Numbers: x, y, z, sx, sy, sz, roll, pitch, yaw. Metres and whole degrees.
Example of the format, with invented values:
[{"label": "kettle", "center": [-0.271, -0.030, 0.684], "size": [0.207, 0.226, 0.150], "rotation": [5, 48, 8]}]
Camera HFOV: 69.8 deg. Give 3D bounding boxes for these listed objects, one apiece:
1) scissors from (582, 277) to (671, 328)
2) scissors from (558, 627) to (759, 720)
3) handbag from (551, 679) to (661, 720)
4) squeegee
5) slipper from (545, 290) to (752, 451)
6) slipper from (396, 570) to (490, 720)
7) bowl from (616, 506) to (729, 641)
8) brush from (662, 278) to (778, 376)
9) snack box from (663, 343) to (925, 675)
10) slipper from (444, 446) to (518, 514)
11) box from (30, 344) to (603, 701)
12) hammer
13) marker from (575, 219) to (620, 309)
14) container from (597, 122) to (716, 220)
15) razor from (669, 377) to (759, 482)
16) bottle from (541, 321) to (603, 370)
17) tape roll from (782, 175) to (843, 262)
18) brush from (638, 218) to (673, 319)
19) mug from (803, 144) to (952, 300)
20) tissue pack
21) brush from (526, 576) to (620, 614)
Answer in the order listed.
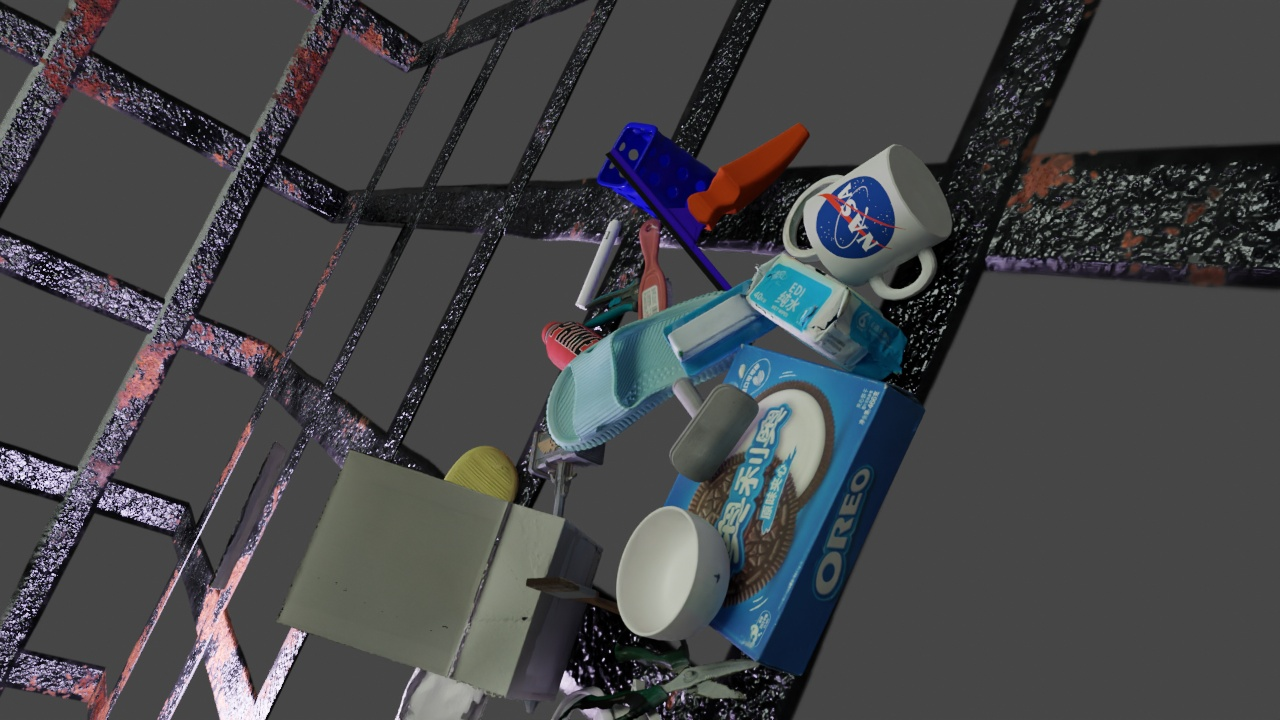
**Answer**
[{"label": "scissors", "center": [-0.021, -0.069, 1.149], "size": [0.139, 0.019, 0.129], "rotation": [-54, 38, 7]}, {"label": "scissors", "center": [0.028, 0.261, 0.795], "size": [0.210, 0.015, 0.154], "rotation": [-22, 14, 26]}, {"label": "handbag", "center": [-0.038, 0.371, 0.806], "size": [0.216, 0.095, 0.222], "rotation": [-52, 21, 11]}, {"label": "squeegee", "center": [0.107, -0.194, 1.006], "size": [0.185, 0.055, 0.249], "rotation": [-39, 71, 4]}, {"label": "slipper", "center": [-0.006, 0.006, 0.974], "size": [0.277, 0.069, 0.115], "rotation": [-28, 59, 26]}, {"label": "slipper", "center": [-0.204, 0.346, 1.041], "size": [0.112, 0.074, 0.247], "rotation": [26, 90, 28]}, {"label": "bowl", "center": [0.032, 0.176, 0.745], "size": [0.105, 0.054, 0.104], "rotation": [-38, 40, 41]}, {"label": "brush", "center": [0.091, -0.041, 0.879], "size": [0.136, 0.075, 0.055], "rotation": [-30, 79, -1]}, {"label": "snack box", "center": [0.110, 0.113, 0.785], "size": [0.196, 0.056, 0.238], "rotation": [21, 84, 59]}, {"label": "slipper", "center": [-0.228, 0.199, 1.195], "size": [0.190, 0.091, 0.081], "rotation": [-51, -8, -1]}, {"label": "box", "center": [-0.222, 0.169, 0.794], "size": [0.149, 0.506, 0.166], "rotation": [-4, 62, 49]}, {"label": "hammer", "center": [-0.099, 0.221, 1.021], "size": [0.099, 0.044, 0.321], "rotation": [-24, 50, 44]}, {"label": "marker", "center": [-0.057, -0.132, 1.248], "size": [0.020, 0.017, 0.133], "rotation": [6, 71, 55]}, {"label": "container", "center": [0.025, -0.219, 1.107], "size": [0.084, 0.113, 0.085], "rotation": [-61, 32, 1]}, {"label": "razor", "center": [0.053, 0.045, 0.834], "size": [0.088, 0.047, 0.116], "rotation": [-56, 23, 11]}, {"label": "bottle", "center": [-0.076, -0.011, 1.142], "size": [0.062, 0.062, 0.177], "rotation": [-60, 32, 2]}, {"label": "tape roll", "center": [0.182, -0.142, 0.920], "size": [0.093, 0.013, 0.092], "rotation": [-34, 42, 37]}, {"label": "brush", "center": [0.019, -0.098, 1.092], "size": [0.041, 0.030, 0.172], "rotation": [-24, 50, 29]}, {"label": "mug", "center": [0.211, -0.111, 0.795], "size": [0.090, 0.090, 0.121], "rotation": [-31, 78, 40]}, {"label": "tissue pack", "center": [0.159, -0.041, 0.799], "size": [0.062, 0.093, 0.144], "rotation": [-56, 32, 5]}, {"label": "brush", "center": [-0.038, 0.219, 0.833], "size": [0.045, 0.143, 0.008], "rotation": [-14, 56, 40]}]
